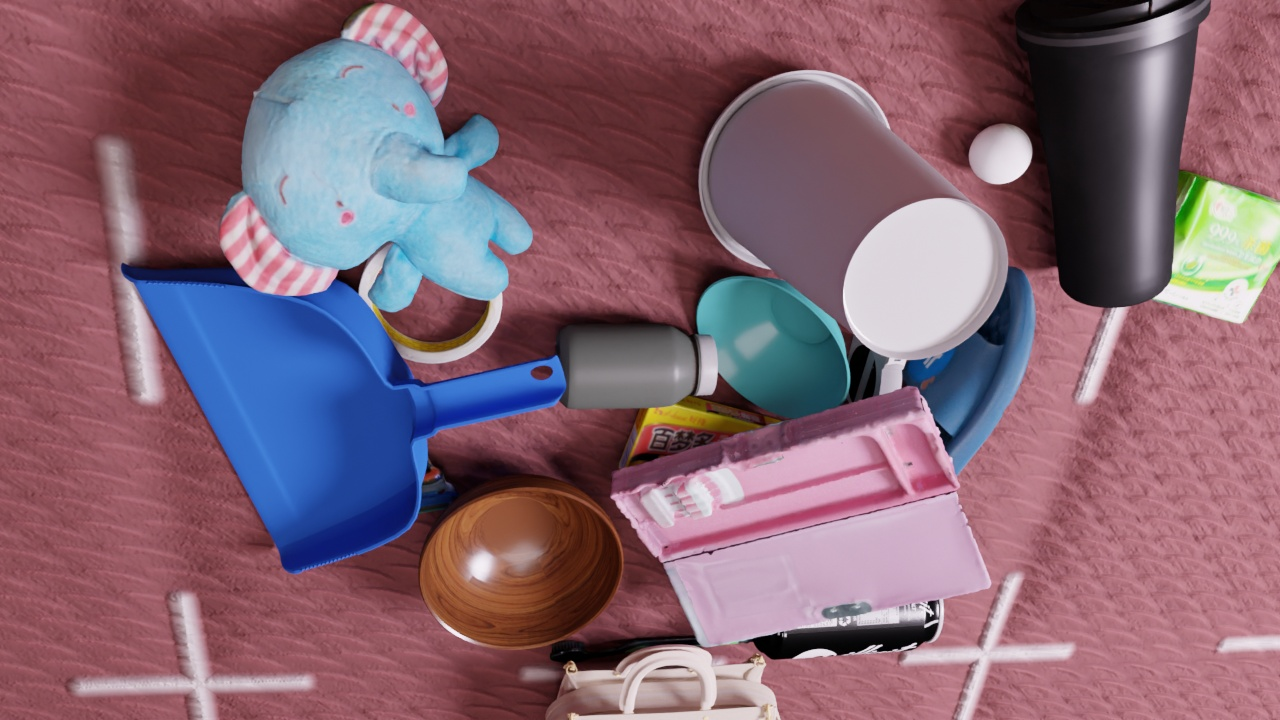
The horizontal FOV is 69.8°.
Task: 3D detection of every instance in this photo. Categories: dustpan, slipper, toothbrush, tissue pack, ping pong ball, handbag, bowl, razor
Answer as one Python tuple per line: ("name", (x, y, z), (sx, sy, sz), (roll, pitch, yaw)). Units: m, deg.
("dustpan", (-0.176, 0.027, 0.605), (0.258, 0.059, 0.246), (-12, 118, 5))
("slipper", (0.222, 0.029, 0.673), (0.059, 0.103, 0.214), (22, 109, -6))
("toothbrush", (0.014, 0.246, 0.798), (0.188, 0.017, 0.014), (-1, 120, -13))
("tissue pack", (0.430, -0.083, 0.692), (0.114, 0.034, 0.100), (12, 112, -17))
("ping pong ball", (0.245, -0.141, 0.625), (0.040, 0.040, 0.040), (-4, 117, -8))
("handbag", (0.020, 0.292, 0.752), (0.194, 0.101, 0.198), (0, 130, -8))
("bowl", (0.102, -0.020, 0.644), (0.046, 0.121, 0.121), (-45, 124, -33))
("razor", (-0.166, 0.050, 0.661), (0.044, 0.018, 0.141), (-9, 117, 6))
("bowl", (-0.090, 0.138, 0.690), (0.147, 0.068, 0.147), (-4, 118, -9))

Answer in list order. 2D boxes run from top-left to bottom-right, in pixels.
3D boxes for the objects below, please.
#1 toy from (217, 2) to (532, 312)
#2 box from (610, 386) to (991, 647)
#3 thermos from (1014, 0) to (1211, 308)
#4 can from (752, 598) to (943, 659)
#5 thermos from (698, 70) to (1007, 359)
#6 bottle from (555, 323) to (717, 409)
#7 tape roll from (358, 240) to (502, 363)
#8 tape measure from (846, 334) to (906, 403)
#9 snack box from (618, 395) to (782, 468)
("toy", (-0.141, -0.101, 0.534), (0.180, 0.115, 0.183), (33, 76, -25))
("box", (0.115, 0.117, 0.669), (0.233, 0.050, 0.180), (-17, 118, 21))
("thermos", (0.312, -0.144, 0.607), (0.106, 0.105, 0.219), (-21, 123, 0))
("can", (0.167, 0.203, 0.761), (0.146, 0.080, 0.080), (-1, 116, -10))
("thermos", (0.116, -0.085, 0.527), (0.131, 0.221, 0.132), (-4, 117, -8))
("bottle", (-0.004, 0.004, 0.643), (0.108, 0.060, 0.060), (-1, 116, -10))
("tape roll", (-0.141, -0.044, 0.618), (0.094, 0.019, 0.094), (-4, 117, -8))
("tape measure", (0.172, 0.010, 0.675), (0.016, 0.064, 0.065), (2, 120, -11))
("snack box", (0.065, 0.074, 0.705), (0.152, 0.025, 0.075), (15, 113, -13))
